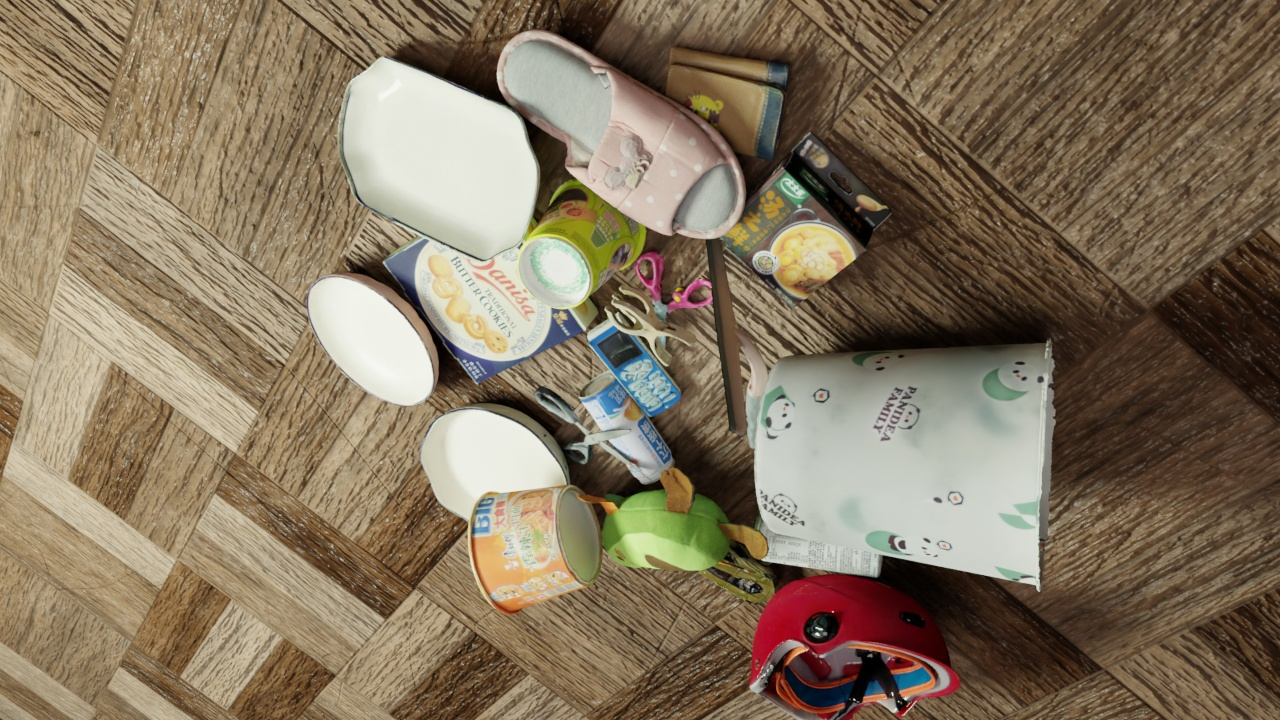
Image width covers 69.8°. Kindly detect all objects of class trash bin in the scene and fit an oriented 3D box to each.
[{"bbox_3d":[0.258,0.090,0.887,0.252,0.228,0.230,2,121,26],"label":"trash bin"}]

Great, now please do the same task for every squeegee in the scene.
[{"bbox_3d":[0.115,0.026,0.957,0.040,0.247,0.250,-10,144,8],"label":"squeegee"}]

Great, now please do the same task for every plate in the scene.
[{"bbox_3d":[-0.182,0.139,1.181,0.205,0.045,0.205,10,122,15],"label":"plate"},{"bbox_3d":[-0.318,-0.030,1.114,0.192,0.038,0.193,20,135,21],"label":"plate"},{"bbox_3d":[-0.204,-0.206,0.940,0.266,0.034,0.162,26,114,22],"label":"plate"}]

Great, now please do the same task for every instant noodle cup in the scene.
[{"bbox_3d":[-0.065,-0.114,0.930,0.112,0.123,0.112,10,123,15],"label":"instant noodle cup"},{"bbox_3d":[-0.119,0.219,1.097,0.112,0.151,0.151,-16,114,19],"label":"instant noodle cup"}]

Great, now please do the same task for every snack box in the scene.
[{"bbox_3d":[0.155,-0.132,0.887,0.113,0.053,0.126,42,130,-8],"label":"snack box"},{"bbox_3d":[-0.170,-0.083,1.038,0.183,0.045,0.178,-24,110,32],"label":"snack box"}]

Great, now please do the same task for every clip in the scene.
[{"bbox_3d":[0.008,-0.038,0.995,0.100,0.034,0.070,36,133,-11],"label":"clip"}]

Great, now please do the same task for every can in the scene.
[{"bbox_3d":[-0.015,0.079,1.075,0.053,0.053,0.134,-23,110,30],"label":"can"},{"bbox_3d":[0.208,0.215,1.073,0.147,0.058,0.058,5,122,18],"label":"can"}]

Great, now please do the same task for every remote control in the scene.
[{"bbox_3d":[-0.006,0.006,1.036,0.049,0.024,0.125,-32,111,16],"label":"remote control"}]

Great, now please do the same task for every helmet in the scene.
[{"bbox_3d":[0.243,0.323,1.070,0.241,0.143,0.207,-26,131,32],"label":"helmet"}]

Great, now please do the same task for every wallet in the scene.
[{"bbox_3d":[0.078,-0.240,0.857,0.115,0.033,0.090,16,126,15],"label":"wallet"}]

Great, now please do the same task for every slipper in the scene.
[{"bbox_3d":[-0.020,-0.210,0.859,0.274,0.054,0.114,37,118,0],"label":"slipper"}]

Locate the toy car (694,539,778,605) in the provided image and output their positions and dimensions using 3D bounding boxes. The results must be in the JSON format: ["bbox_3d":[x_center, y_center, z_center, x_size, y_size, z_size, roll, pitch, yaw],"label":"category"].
[{"bbox_3d":[0.097,0.249,1.149,0.158,0.042,0.070,28,125,5],"label":"toy car"}]

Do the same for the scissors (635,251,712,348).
[{"bbox_3d":[0.018,-0.063,0.999,0.118,0.017,0.134,44,129,-13],"label":"scissors"}]

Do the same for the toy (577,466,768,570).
[{"bbox_3d":[0.031,0.196,1.059,0.227,0.089,0.247,31,152,-16],"label":"toy"}]

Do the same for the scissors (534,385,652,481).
[{"bbox_3d":[-0.058,0.087,1.076,0.159,0.014,0.179,49,150,-11],"label":"scissors"}]
